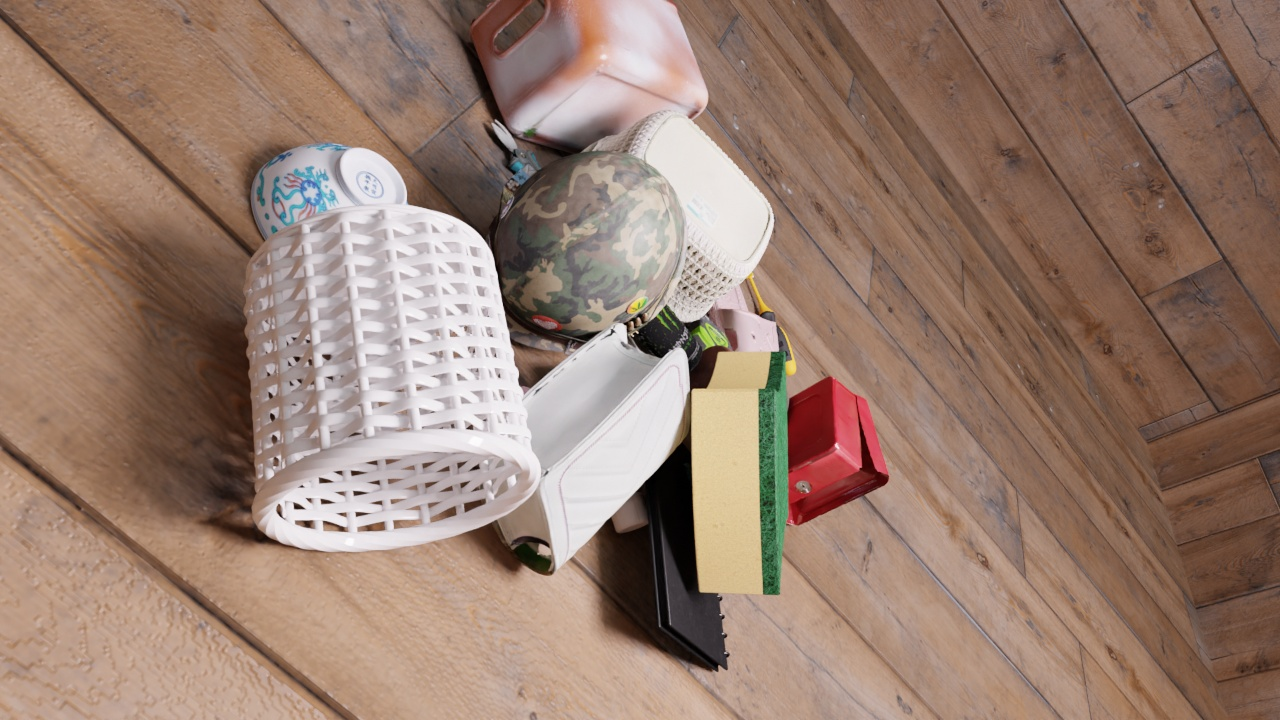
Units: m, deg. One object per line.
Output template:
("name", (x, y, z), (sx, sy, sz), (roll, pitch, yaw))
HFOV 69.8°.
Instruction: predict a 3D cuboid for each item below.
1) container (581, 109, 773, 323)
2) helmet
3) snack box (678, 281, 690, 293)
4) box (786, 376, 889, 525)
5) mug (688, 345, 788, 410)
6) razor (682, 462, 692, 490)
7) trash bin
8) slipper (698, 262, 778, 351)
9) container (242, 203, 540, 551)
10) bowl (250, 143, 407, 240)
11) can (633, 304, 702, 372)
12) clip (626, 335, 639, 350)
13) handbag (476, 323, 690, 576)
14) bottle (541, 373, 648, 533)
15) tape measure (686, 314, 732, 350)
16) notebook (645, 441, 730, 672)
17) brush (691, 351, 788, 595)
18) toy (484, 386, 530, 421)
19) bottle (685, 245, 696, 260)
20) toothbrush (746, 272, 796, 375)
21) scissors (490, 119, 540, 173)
("container", (0.039, -0.176, 1.103), (0.251, 0.144, 0.184), (42, 54, -17))
("helmet", (-0.059, -0.109, 0.927), (0.192, 0.224, 0.236), (53, 8, 1))
("snack box", (0.009, -0.140, 1.190), (0.080, 0.025, 0.147), (-1, 65, -53))
("box", (0.199, 0.109, 1.122), (0.117, 0.158, 0.135), (24, 44, -34))
("mug", (0.115, 0.054, 1.111), (0.110, 0.096, 0.122), (27, 35, -30))
("razor", (0.073, 0.110, 1.018), (0.143, 0.022, 0.042), (-48, 120, -71))
("trash bin", (-0.057, -0.362, 1.145), (0.259, 0.182, 0.157), (2, 64, -53))
("slipper", (0.145, -0.044, 1.258), (0.094, 0.065, 0.239), (17, 50, -46))
("container", (-0.181, 0.017, 0.660), (0.189, 0.190, 0.186), (16, 51, -46))
("bowl", (-0.252, -0.137, 0.797), (0.144, 0.074, 0.143), (33, 41, -34))
("can", (0.018, -0.041, 1.082), (0.137, 0.054, 0.053), (49, 33, -27))
("clip", (-0.006, 0.006, 1.060), (0.101, 0.040, 0.054), (57, 13, -1))
("handbag", (-0.046, 0.075, 0.807), (0.198, 0.096, 0.142), (-43, 144, -37))
("bottle", (-0.034, 0.087, 0.929), (0.083, 0.046, 0.173), (5, 60, -51))
("tape measure", (0.087, -0.022, 1.190), (0.065, 0.036, 0.058), (43, 27, -17))
("notebook", (0.045, 0.180, 0.930), (0.169, 0.019, 0.231), (52, 26, -50))
("brush", (0.108, 0.104, 0.940), (0.249, 0.075, 0.195), (-42, 130, -75))
("toy", (-0.088, 0.055, 0.869), (0.095, 0.053, 0.099), (-46, 105, -26))
("bottle", (0.091, -0.188, 1.296), (0.071, 0.071, 0.163), (59, 33, 1))
("toothbrush", (0.189, -0.064, 1.365), (0.031, 0.031, 0.196), (29, 37, -58))
("scissors", (-0.126, -0.213, 1.078), (0.130, 0.019, 0.150), (22, 48, -44))
